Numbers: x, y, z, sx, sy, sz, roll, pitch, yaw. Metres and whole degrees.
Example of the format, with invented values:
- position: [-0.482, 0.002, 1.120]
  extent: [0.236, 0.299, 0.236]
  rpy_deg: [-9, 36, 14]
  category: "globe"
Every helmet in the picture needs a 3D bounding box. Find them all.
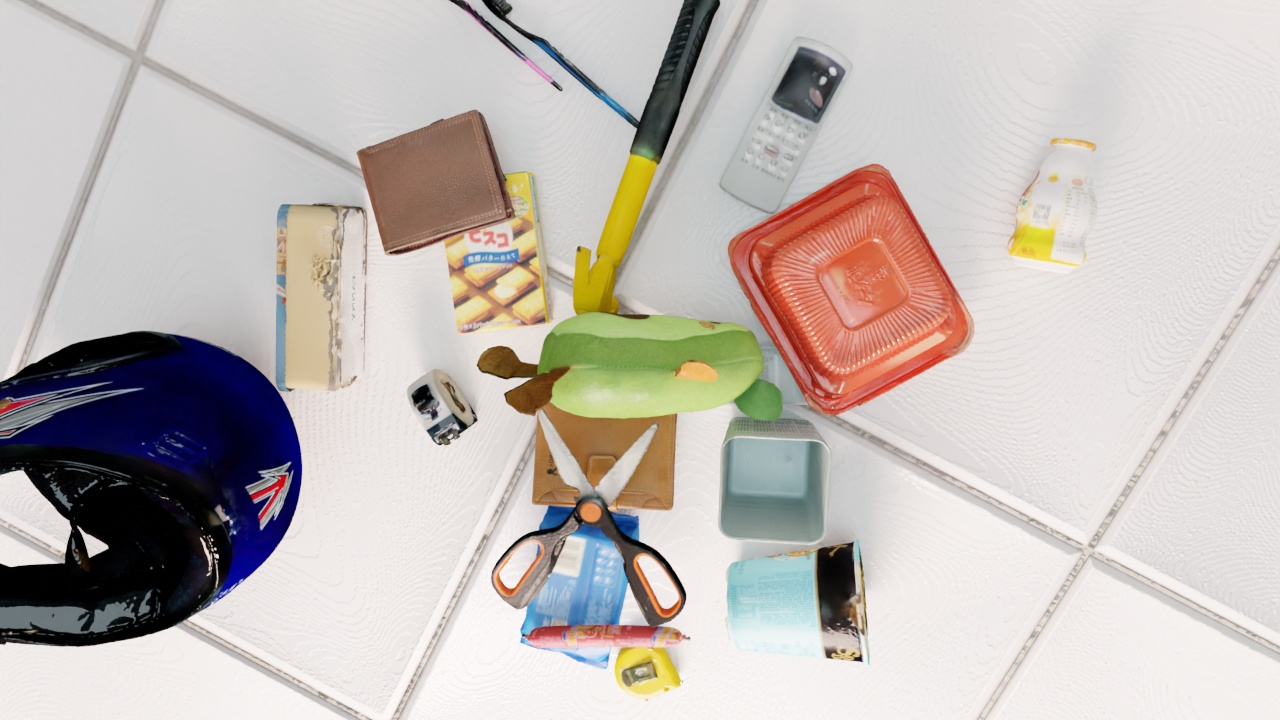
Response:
- position: [-0.458, 0.096, 0.798]
  extent: [0.315, 0.240, 0.248]
  rpy_deg: [-5, 120, -2]
  category: "helmet"

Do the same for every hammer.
- position: [0.004, -0.175, 0.791]
  extent: [0.033, 0.128, 0.300]
  rpy_deg: [20, 90, 6]
  category: "hammer"

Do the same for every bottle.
- position: [0.350, -0.129, 0.769]
  extent: [0.063, 0.063, 0.108]
  rpy_deg: [12, 99, 4]
  category: "bottle"

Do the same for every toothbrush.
- position: [-0.070, -0.271, 0.822]
  extent: [0.189, 0.014, 0.016]
  rpy_deg: [40, 76, -1]
  category: "toothbrush"
- position: [-0.141, -0.306, 0.825]
  extent: [0.189, 0.014, 0.018]
  rpy_deg: [40, 88, -1]
  category: "toothbrush"

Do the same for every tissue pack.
- position: [-0.057, 0.210, 0.869]
  extent: [0.095, 0.052, 0.157]
  rpy_deg: [13, 99, 6]
  category: "tissue pack"

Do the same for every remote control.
- position: [0.114, 0.013, 0.838]
  extent: [0.136, 0.020, 0.056]
  rpy_deg: [-2, 96, 7]
  category: "remote control"
- position: [0.127, -0.206, 0.805]
  extent: [0.058, 0.021, 0.150]
  rpy_deg: [27, 101, 2]
  category: "remote control"

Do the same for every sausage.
- position: [-0.032, 0.251, 0.835]
  extent: [0.156, 0.020, 0.020]
  rpy_deg: [-2, 98, 7]
  category: "sausage"

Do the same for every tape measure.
- position: [-0.185, 0.042, 0.852]
  extent: [0.033, 0.065, 0.066]
  rpy_deg: [-33, 95, 5]
  category: "tape measure"
- position: [0.003, 0.299, 0.887]
  extent: [0.057, 0.029, 0.060]
  rpy_deg: [-27, 94, 10]
  category: "tape measure"

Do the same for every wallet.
- position: [-0.182, -0.156, 0.812]
  extent: [0.124, 0.032, 0.101]
  rpy_deg: [-17, 88, 8]
  category: "wallet"
- position: [-0.033, 0.084, 0.849]
  extent: [0.132, 0.031, 0.107]
  rpy_deg: [2, 80, 7]
  category: "wallet"

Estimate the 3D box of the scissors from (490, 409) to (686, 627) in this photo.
- position: [-0.045, 0.149, 0.810]
  extent: [0.221, 0.021, 0.234]
  rpy_deg: [-35, 99, 15]
  category: "scissors"

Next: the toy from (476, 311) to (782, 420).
- position: [-0.004, 0.004, 0.756]
  extent: [0.246, 0.227, 0.090]
  rpy_deg: [-2, 97, -23]
  category: "toy"

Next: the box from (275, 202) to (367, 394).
- position: [-0.290, -0.052, 0.840]
  extent: [0.061, 0.089, 0.184]
  rpy_deg: [6, 97, -1]
  category: "box"

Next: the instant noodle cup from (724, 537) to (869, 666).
- position: [0.140, 0.218, 0.827]
  extent: [0.120, 0.111, 0.111]
  rpy_deg: [-5, 97, 14]
  category: "instant noodle cup"

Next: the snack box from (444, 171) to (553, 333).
- position: [-0.133, -0.098, 0.843]
  extent: [0.087, 0.033, 0.140]
  rpy_deg: [-6, 95, 8]
  category: "snack box"

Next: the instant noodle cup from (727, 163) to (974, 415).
- position: [0.183, -0.060, 0.783]
  extent: [0.164, 0.079, 0.189]
  rpy_deg: [-30, 89, 2]
  category: "instant noodle cup"

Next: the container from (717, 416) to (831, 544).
- position: [0.114, 0.098, 0.804]
  extent: [0.090, 0.111, 0.090]
  rpy_deg: [2, 98, 5]
  category: "container"
